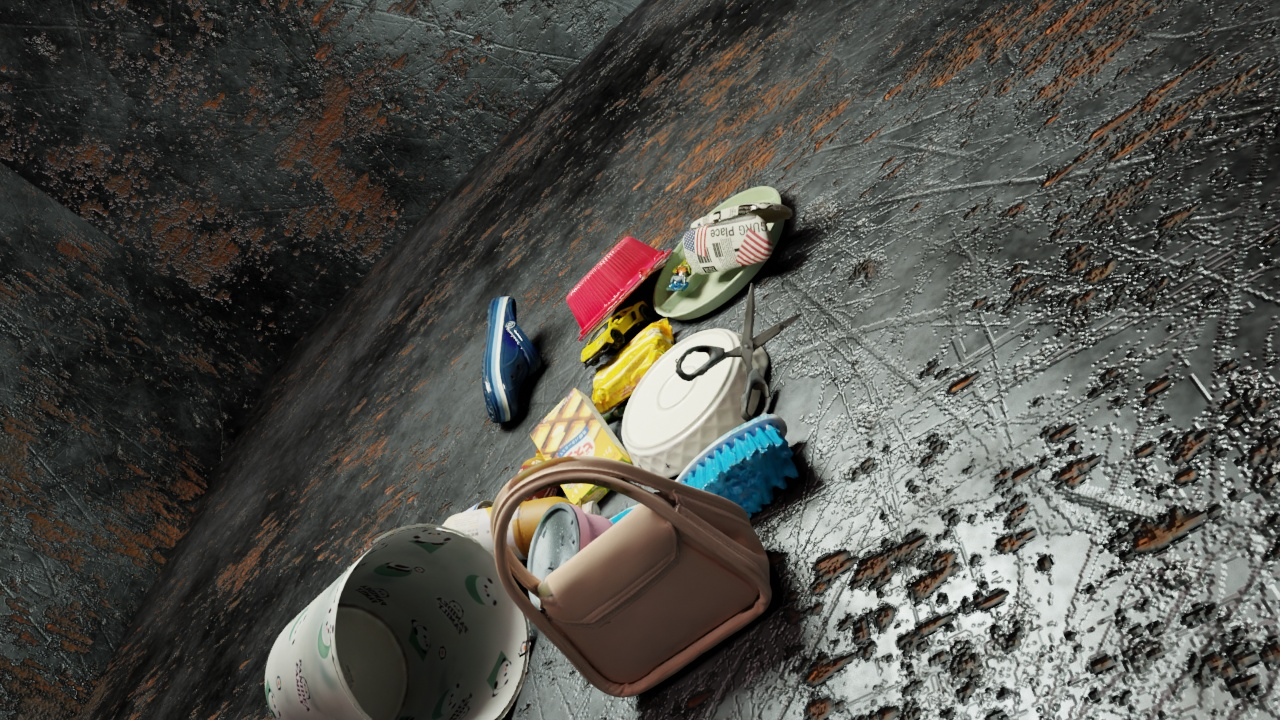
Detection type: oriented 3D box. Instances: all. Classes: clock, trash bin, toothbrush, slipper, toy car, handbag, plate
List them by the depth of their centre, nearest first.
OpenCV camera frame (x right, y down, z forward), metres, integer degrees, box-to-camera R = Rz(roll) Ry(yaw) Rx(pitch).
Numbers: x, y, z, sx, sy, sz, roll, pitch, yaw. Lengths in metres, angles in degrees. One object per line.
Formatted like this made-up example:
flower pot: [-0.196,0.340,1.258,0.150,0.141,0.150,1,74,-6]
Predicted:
handbag: [-0.023,0.170,0.786,0.194,0.234,0.093,-42,28,17]
clock: [-0.062,0.221,0.954,0.117,0.059,0.158,-64,29,17]
trash bin: [-0.287,0.332,1.033,0.253,0.229,0.228,-35,28,42]
plate: [0.054,0.043,1.058,0.205,0.045,0.204,-36,28,22]
toothbrush: [-0.078,0.097,1.246,0.186,0.012,0.017,-28,38,39]
plate: [0.108,-0.144,1.258,0.231,0.027,0.229,-39,27,24]
toy car: [-0.035,-0.039,1.284,0.071,0.041,0.155,-38,4,38]
slipper: [-0.210,-0.001,1.516,0.095,0.105,0.252,-5,50,-1]

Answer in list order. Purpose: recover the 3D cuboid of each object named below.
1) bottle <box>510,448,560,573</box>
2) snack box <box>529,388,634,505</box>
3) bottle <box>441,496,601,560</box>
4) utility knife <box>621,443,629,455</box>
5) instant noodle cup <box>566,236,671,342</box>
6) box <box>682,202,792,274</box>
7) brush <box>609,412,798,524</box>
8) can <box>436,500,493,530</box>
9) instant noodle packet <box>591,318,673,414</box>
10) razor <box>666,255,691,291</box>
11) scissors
bottle: [-0.146,0.184,1.180,0.058,0.057,0.174,-16,41,50]
snack box: [-0.075,0.110,1.142,0.087,0.033,0.140,-45,49,8]
bottle: [-0.140,0.200,1.079,0.190,0.068,0.067,-13,36,13]
utility knife: [-0.059,0.109,1.187,0.223,0.013,0.029,3,60,53]
instant noodle cup: [-0.043,-0.114,1.348,0.194,0.066,0.194,-46,3,3]
box: [0.119,-0.152,1.169,0.163,0.076,0.087,-1,80,54]
brush: [0.034,0.152,0.944,0.315,0.060,0.109,-40,21,25]
can: [-0.248,0.243,1.272,0.135,0.053,0.053,-33,30,32]
instant noodle packet: [-0.007,0.007,1.212,0.129,0.044,0.110,-38,22,19]
razor: [0.081,-0.155,1.257,0.142,0.022,0.043,-55,27,-12]
scissors: [0.110,-0.011,0.994,0.014,0.159,0.180,119,148,-56]
